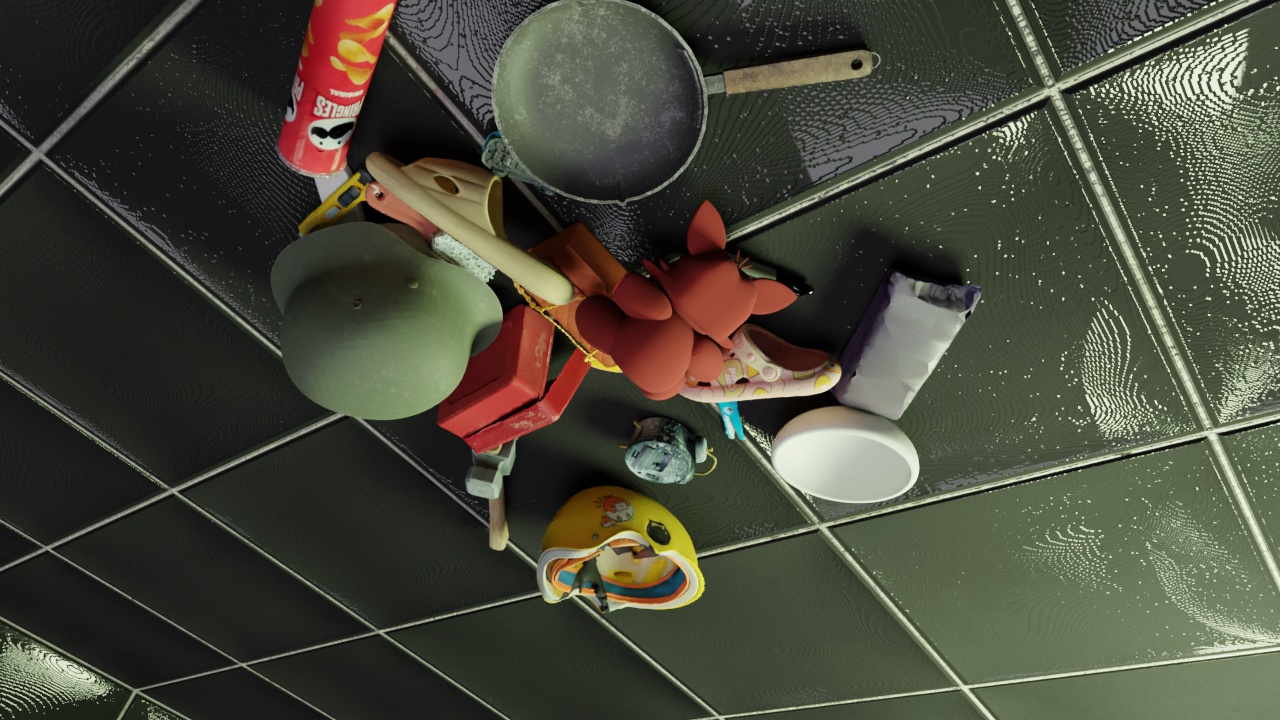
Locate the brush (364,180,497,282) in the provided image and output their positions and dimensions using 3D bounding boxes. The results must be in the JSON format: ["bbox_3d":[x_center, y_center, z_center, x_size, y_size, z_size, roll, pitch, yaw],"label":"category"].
[{"bbox_3d":[-0.230,-0.140,1.022,0.172,0.030,0.041,35,103,-33],"label":"brush"}]

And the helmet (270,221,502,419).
[{"bbox_3d":[-0.293,-0.019,1.035,0.268,0.153,0.227,-4,138,1],"label":"helmet"}]

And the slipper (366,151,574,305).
[{"bbox_3d":[-0.165,-0.156,0.955,0.261,0.111,0.079,36,98,0],"label":"slipper"}]

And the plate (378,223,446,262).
[{"bbox_3d":[-0.282,-0.084,1.104,0.182,0.034,0.183,4,138,4],"label":"plate"}]

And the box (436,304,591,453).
[{"bbox_3d":[-0.168,0.024,1.126,0.158,0.136,0.122,-25,118,34],"label":"box"}]

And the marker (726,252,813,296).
[{"bbox_3d":[0.124,-0.097,1.004,0.138,0.016,0.022,20,140,-3],"label":"marker"}]

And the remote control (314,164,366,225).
[{"bbox_3d":[-0.342,-0.174,1.055,0.043,0.013,0.137,7,136,8],"label":"remote control"}]

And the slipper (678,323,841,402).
[{"bbox_3d":[0.130,-0.005,1.057,0.197,0.093,0.082,-2,114,14],"label":"slipper"}]

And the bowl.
[{"bbox_3d":[0.253,0.105,1.132,0.177,0.066,0.177,11,145,7],"label":"bowl"}]

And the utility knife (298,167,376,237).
[{"bbox_3d":[-0.344,-0.172,1.038,0.156,0.017,0.030,-26,114,38],"label":"utility knife"}]

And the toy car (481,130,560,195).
[{"bbox_3d":[-0.111,-0.206,0.946,0.105,0.032,0.048,16,136,-21],"label":"toy car"}]

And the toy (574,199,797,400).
[{"bbox_3d":[0.045,-0.053,0.982,0.197,0.120,0.158,-43,110,9],"label":"toy"}]

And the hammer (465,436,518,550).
[{"bbox_3d":[-0.212,0.200,1.352,0.051,0.117,0.324,13,145,2],"label":"hammer"}]

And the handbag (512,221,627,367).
[{"bbox_3d":[-0.061,-0.063,1.062,0.109,0.060,0.172,-21,126,37],"label":"handbag"}]

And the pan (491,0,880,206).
[{"bbox_3d":[0.038,-0.253,0.851,0.357,0.040,0.208,-6,128,11],"label":"pan"}]

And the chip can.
[{"bbox_3d":[-0.294,-0.284,0.888,0.073,0.073,0.234,27,135,-12],"label":"chip can"}]

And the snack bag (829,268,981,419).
[{"bbox_3d":[0.285,-0.014,1.014,0.096,0.058,0.206,16,138,0],"label":"snack bag"}]

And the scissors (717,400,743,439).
[{"bbox_3d":[0.119,0.057,1.167,0.083,0.015,0.140,-9,129,20],"label":"scissors"}]

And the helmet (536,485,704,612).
[{"bbox_3d":[-0.027,0.264,1.332,0.240,0.139,0.210,14,138,-17],"label":"helmet"}]

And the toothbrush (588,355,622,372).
[{"bbox_3d":[-0.007,0.007,1.146,0.135,0.016,0.021,4,137,11],"label":"toothbrush"}]

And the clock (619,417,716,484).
[{"bbox_3d":[0.039,0.125,1.228,0.129,0.052,0.090,23,136,-7],"label":"clock"}]
